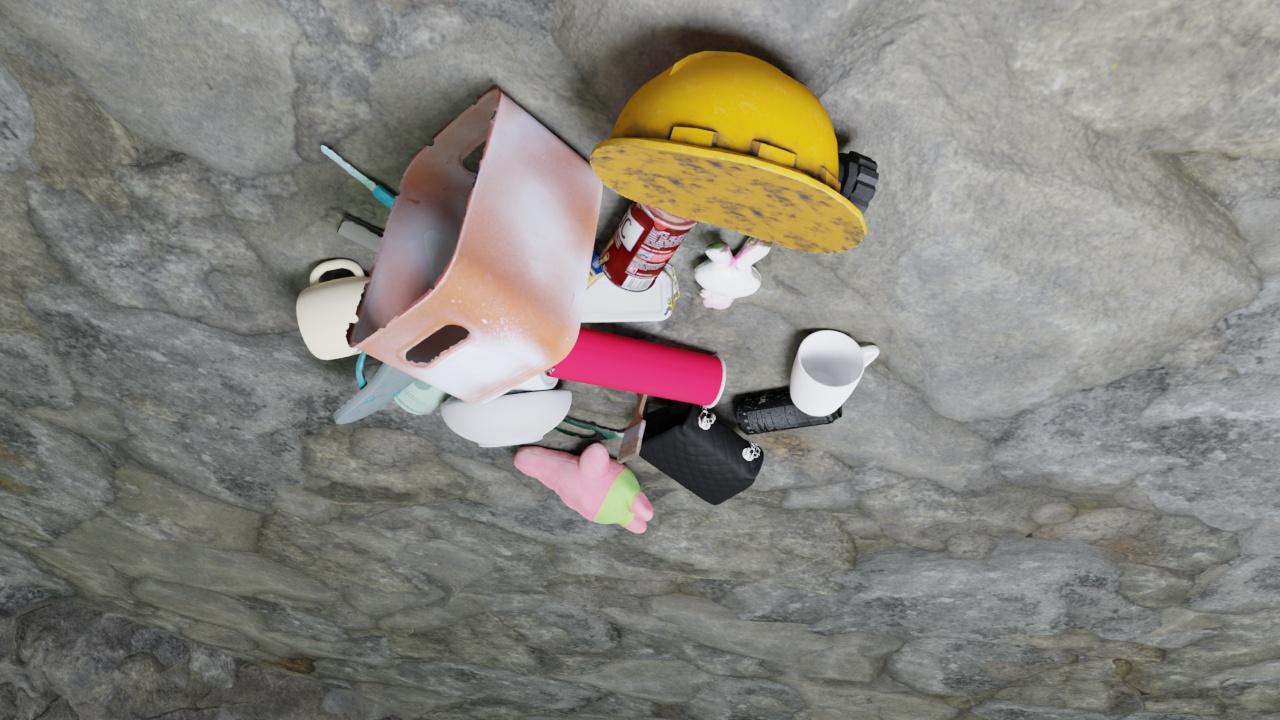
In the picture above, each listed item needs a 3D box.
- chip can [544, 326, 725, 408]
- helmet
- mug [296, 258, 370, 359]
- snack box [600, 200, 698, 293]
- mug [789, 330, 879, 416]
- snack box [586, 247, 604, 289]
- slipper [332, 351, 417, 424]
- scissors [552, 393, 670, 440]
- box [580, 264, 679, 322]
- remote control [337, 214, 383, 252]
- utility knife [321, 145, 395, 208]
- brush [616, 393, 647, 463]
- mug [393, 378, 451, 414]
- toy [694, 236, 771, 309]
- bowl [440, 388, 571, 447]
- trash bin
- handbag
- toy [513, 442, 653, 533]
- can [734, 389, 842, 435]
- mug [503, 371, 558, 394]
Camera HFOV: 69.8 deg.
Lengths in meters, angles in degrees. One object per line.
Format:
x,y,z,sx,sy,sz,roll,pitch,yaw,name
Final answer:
-0.007,0.007,1.145,0.220,0.069,0.069,12,145,-21,chip can
0.092,-0.200,0.825,0.255,0.131,0.205,17,174,-19,helmet
-0.361,-0.068,1.142,0.100,0.096,0.120,-12,98,10,mug
0.009,-0.135,0.983,0.072,0.072,0.122,20,143,-14,snack box
0.242,0.014,1.140,0.114,0.081,0.088,-19,153,-14,mug
-0.130,-0.058,1.056,0.207,0.056,0.057,-39,91,20,snack box
-0.308,0.003,1.152,0.098,0.054,0.270,-17,165,-47,slipper
-0.031,0.085,1.335,0.201,0.015,0.204,14,142,-7,scissors
-0.061,-0.083,1.091,0.210,0.069,0.067,-1,123,13,box
-0.294,-0.133,1.099,0.136,0.013,0.033,26,139,-19,remote control
-0.283,-0.183,1.027,0.022,0.015,0.176,-20,136,33,utility knife
-0.001,0.064,1.191,0.008,0.142,0.045,27,149,-21,brush
-0.286,0.002,1.235,0.104,0.083,0.111,-34,98,33,mug
0.099,-0.099,1.040,0.079,0.038,0.123,3,145,-12,toy
-0.179,0.080,1.241,0.176,0.066,0.176,-6,178,0,bowl
-0.152,-0.104,0.902,0.157,0.259,0.182,33,137,-32,trash bin
0.091,0.108,1.253,0.153,0.114,0.125,39,143,-15,handbag
-0.087,0.191,1.433,0.237,0.096,0.192,25,146,3,toy
0.196,0.066,1.226,0.138,0.053,0.054,-10,139,25,can
-0.168,0.002,1.197,0.105,0.082,0.082,-6,141,17,mug
